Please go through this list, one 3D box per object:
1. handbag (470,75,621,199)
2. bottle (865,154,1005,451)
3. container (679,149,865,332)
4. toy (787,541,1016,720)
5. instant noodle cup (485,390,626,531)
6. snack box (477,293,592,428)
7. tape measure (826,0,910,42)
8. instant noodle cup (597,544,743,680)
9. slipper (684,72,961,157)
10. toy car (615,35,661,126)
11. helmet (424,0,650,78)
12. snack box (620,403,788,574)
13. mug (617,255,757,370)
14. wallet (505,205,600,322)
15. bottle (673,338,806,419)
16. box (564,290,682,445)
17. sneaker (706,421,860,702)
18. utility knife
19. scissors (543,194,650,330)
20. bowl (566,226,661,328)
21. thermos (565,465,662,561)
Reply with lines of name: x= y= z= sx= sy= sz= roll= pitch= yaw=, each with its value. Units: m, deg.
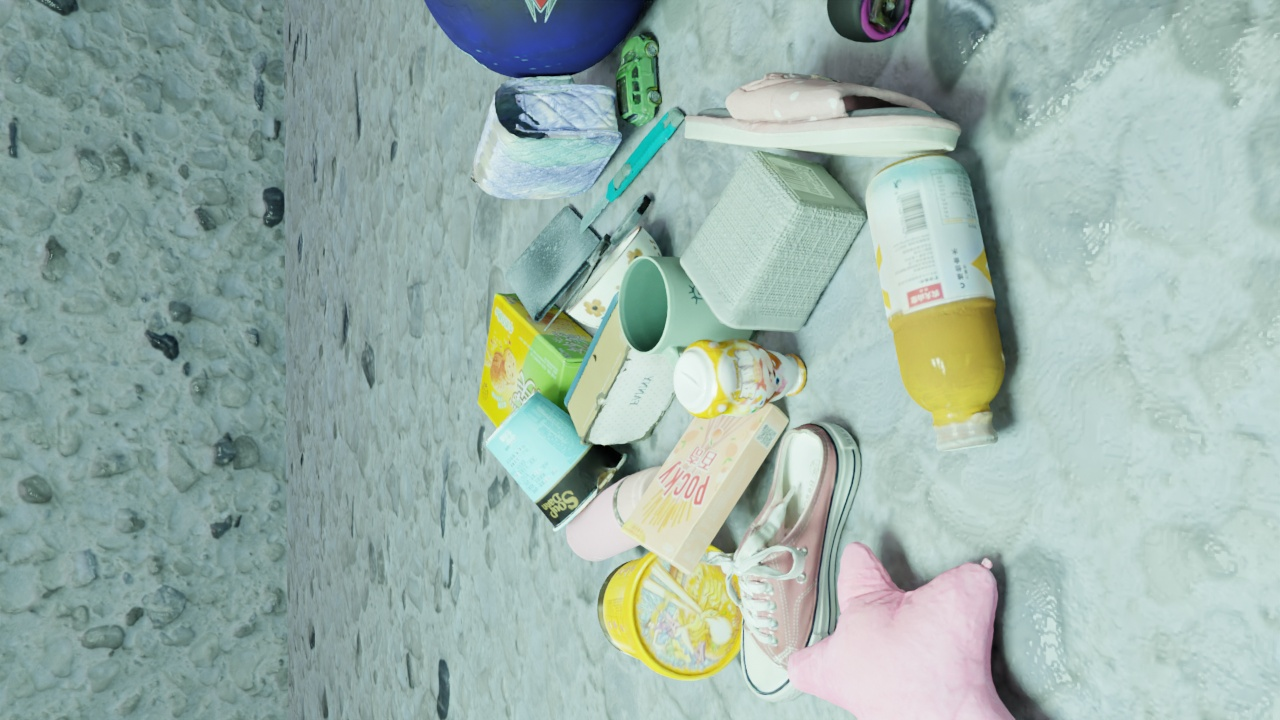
handbag: x=-0.104 y=-0.234 z=0.982 sx=0.194 sy=0.134 sz=0.075 roll=150 pitch=113 yaw=-70
bottle: x=0.195 y=-0.037 z=0.597 sx=0.068 sy=0.068 sz=0.189 roll=-24 pitch=71 yaw=56
container: x=0.105 y=-0.095 z=0.724 sx=0.115 sy=0.090 sz=0.090 roll=-60 pitch=44 yaw=34
toy: x=0.191 y=0.210 z=0.610 sx=0.194 sy=0.074 sz=0.179 roll=44 pitch=117 yaw=44
instant noodle cup: x=-0.094 y=0.098 z=0.966 sx=0.120 sy=0.111 sz=0.111 roll=45 pitch=140 yaw=-2
snack box: x=-0.119 y=0.026 z=1.101 sx=0.210 sy=0.070 sz=0.158 roll=41 pitch=124 yaw=50
tape measure: x=0.164 y=-0.256 z=0.651 sx=0.039 sy=0.057 sz=0.058 roll=38 pitch=114 yaw=50
instant noodle cup: x=0.022 y=0.229 z=0.845 sx=0.115 sy=0.118 sz=0.118 roll=150 pitch=115 yaw=-62
slipper: x=0.122 y=-0.181 z=0.675 sx=0.274 sy=0.114 sz=0.054 roll=27 pitch=115 yaw=61
toy car: x=-0.004 y=-0.288 z=0.941 sx=0.043 sy=0.036 sz=0.091 roll=-11 pitch=78 yaw=59
helmet: x=-0.108 y=-0.429 z=0.920 sx=0.241 sy=0.247 sz=0.314 roll=98 pitch=167 yaw=-58
snack box: x=0.054 y=0.099 z=0.788 sx=0.157 sy=0.026 sz=0.084 roll=-55 pitch=31 yaw=-11
mug: x=0.049 y=-0.035 z=0.794 sx=0.082 sy=0.106 sz=0.111 roll=-42 pitch=56 yaw=49
wallet: x=-0.102 y=-0.115 z=1.076 sx=0.121 sy=0.019 sz=0.097 roll=-48 pitch=46 yaw=10
bottle: x=0.082 y=0.014 z=0.741 sx=0.063 sy=0.108 sz=0.063 roll=6 pitch=97 yaw=58
box: x=-0.005 y=0.005 z=0.903 sx=0.185 sy=0.089 sz=0.060 roll=-62 pitch=41 yaw=35
sneaker: x=0.105 y=0.163 z=0.728 sx=0.118 sy=0.087 sz=0.241 roll=30 pitch=115 yaw=54
utility knife: x=-0.016 y=-0.197 z=0.974 sx=0.217 sy=0.013 sz=0.029 roll=-42 pitch=50 yaw=48
scissors: x=-0.047 y=-0.102 z=0.948 sx=0.181 sy=0.014 sz=0.159 roll=-51 pitch=10 yaw=-1
bowl: x=-0.016 y=-0.072 z=0.920 sx=0.062 sy=0.113 sz=0.114 roll=42 pitch=143 yaw=-8
thermos: x=-0.005 y=0.154 z=0.921 sx=0.199 sy=0.087 sz=0.067 roll=138 pitch=125 yaw=-58
